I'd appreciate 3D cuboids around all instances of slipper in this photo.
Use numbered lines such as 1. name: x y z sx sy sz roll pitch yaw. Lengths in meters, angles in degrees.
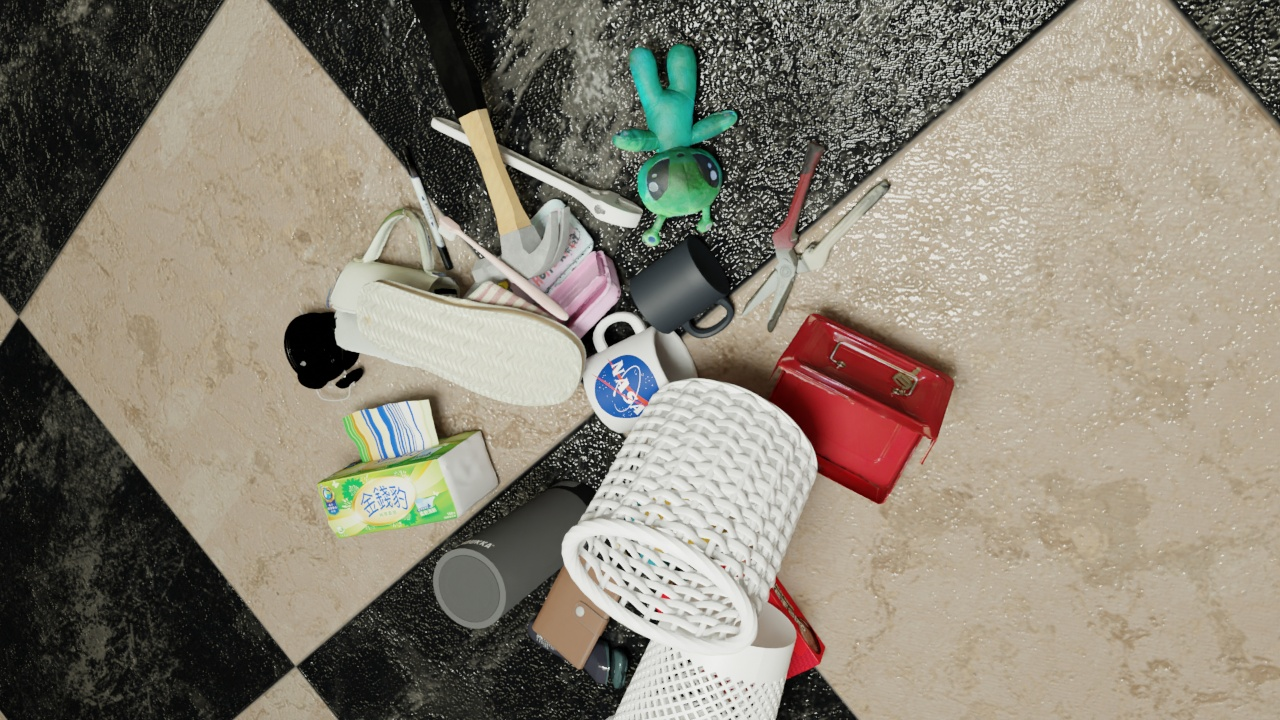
1. slipper: -0.179 -0.029 0.981 0.263 0.052 0.115 16 115 12

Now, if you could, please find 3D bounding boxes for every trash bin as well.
1. trash bin: 0.067 0.353 0.963 0.195 0.195 0.200 21 101 15

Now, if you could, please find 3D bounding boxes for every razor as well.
1. razor: -0.078 0.354 1.126 0.143 0.052 0.047 17 113 22

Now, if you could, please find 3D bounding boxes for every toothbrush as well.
1. toothbrush: -0.145 -0.094 0.961 0.181 0.015 0.018 37 131 14

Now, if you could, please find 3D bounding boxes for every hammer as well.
1. hammer: -0.168 -0.240 0.952 0.131 0.039 0.328 -13 101 36

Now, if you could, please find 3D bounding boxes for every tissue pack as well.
1. tissue pack: -0.292 0.121 1.114 0.198 0.120 0.141 -14 100 18

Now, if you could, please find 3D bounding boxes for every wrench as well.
1. wrench: -0.115 -0.206 0.987 0.273 0.066 0.018 28 112 17

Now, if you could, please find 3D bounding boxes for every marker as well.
1. marker: -0.250 -0.178 1.069 0.011 0.011 0.152 -17 98 24

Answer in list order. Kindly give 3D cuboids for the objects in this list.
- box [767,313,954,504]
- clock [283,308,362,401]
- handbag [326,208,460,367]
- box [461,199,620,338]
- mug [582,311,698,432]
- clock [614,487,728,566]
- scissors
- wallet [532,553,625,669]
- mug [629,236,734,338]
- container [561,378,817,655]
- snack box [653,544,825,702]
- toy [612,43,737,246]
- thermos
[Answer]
1. box: 0.197 0.060 0.895 0.157 0.156 0.171 28 131 14
2. clock: -0.396 -0.006 1.155 0.091 0.042 0.121 -3 103 22
3. handbag: -0.287 -0.088 1.066 0.151 0.073 0.176 14 103 27
4. box: -0.113 -0.062 1.032 0.202 0.066 0.153 -43 59 25
5. mug: -0.006 0.006 0.980 0.090 0.090 0.121 -25 93 25
6. clock: 0.029 0.189 1.044 0.130 0.043 0.099 -20 96 17
7. scissors: 0.167 -0.126 0.919 0.180 0.015 0.185 -14 100 24
8. wallet: -0.076 0.296 1.101 0.087 0.013 0.121 32 100 30
9. mug: 0.051 -0.067 0.957 0.078 0.071 0.105 -34 117 25
10. container: 0.051 0.146 0.868 0.189 0.186 0.190 19 142 16
11. snack box: 0.109 0.298 1.043 0.133 0.035 0.152 -35 90 25
12. toy: 0.032 -0.215 0.920 0.130 0.072 0.193 -11 102 -13
13. thermos: -0.122 0.202 0.999 0.082 0.239 0.082 4 101 21
